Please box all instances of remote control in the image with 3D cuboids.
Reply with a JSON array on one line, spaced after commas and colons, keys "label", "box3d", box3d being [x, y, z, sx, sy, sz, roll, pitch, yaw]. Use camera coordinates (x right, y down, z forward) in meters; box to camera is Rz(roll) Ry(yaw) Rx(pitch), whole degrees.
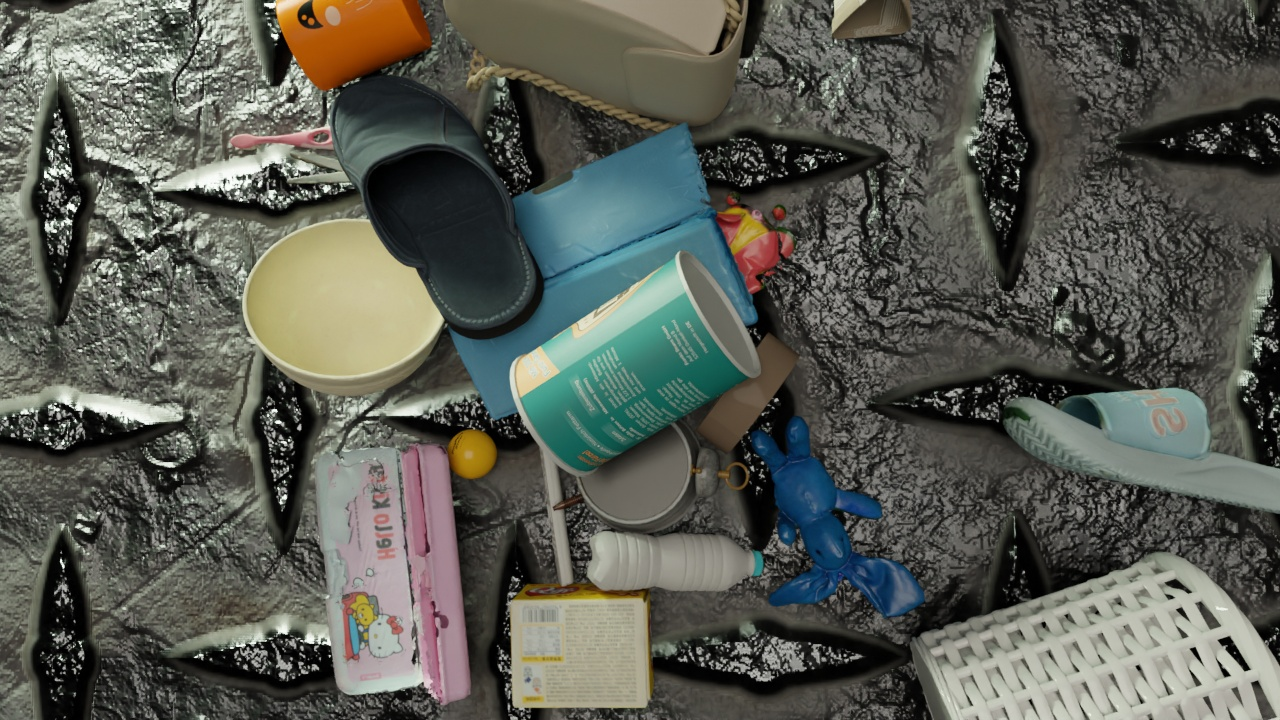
[{"label": "remote control", "box3d": [-0.069, 0.114, 0.739, 0.012, 0.033, 0.131, -8, 88, -11]}]

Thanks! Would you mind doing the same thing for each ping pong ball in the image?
[{"label": "ping pong ball", "box3d": [-0.136, 0.076, 0.742, 0.040, 0.040, 0.040, 0, 88, 5]}]

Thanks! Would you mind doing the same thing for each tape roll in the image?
[{"label": "tape roll", "box3d": [0.081, 0.025, 0.697, 0.030, 0.093, 0.094, 36, 92, 5]}]

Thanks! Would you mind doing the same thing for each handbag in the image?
[{"label": "handbag", "box3d": [-0.032, -0.236, 0.656, 0.208, 0.210, 0.103, 17, 89, 3]}, {"label": "handbag", "box3d": [0.172, -0.352, 0.646, 0.062, 0.198, 0.175, -3, 88, 5]}]

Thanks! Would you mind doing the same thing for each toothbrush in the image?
[{"label": "toothbrush", "box3d": [-0.278, -0.188, 0.776, 0.135, 0.016, 0.021, -3, 88, 2]}]

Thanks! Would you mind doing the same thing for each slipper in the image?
[{"label": "slipper", "box3d": [-0.164, -0.140, 0.698, 0.109, 0.083, 0.265, -30, 67, -7]}, {"label": "slipper", "box3d": [0.384, 0.059, 0.668, 0.245, 0.104, 0.074, 13, 87, -1]}]

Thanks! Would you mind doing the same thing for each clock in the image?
[{"label": "clock", "box3d": [0.011, 0.085, 0.720, 0.148, 0.056, 0.104, 4, 80, 10]}]

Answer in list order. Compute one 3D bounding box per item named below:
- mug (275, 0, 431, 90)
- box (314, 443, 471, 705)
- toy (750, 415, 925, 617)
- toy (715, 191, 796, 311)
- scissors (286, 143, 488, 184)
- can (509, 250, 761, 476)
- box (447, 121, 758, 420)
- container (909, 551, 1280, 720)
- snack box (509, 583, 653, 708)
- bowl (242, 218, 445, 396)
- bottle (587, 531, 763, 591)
[{"label": "mug", "box3d": [-0.234, -0.286, 0.751, 0.096, 0.078, 0.112, -21, 56, 4]}, {"label": "box", "box3d": [-0.201, 0.169, 0.728, 0.101, 0.111, 0.201, -5, 88, -20]}, {"label": "toy", "box3d": [0.130, 0.125, 0.704, 0.113, 0.071, 0.176, -26, 96, 6]}, {"label": "toy", "box3d": [0.074, -0.082, 0.727, 0.084, 0.046, 0.103, 17, 95, -8]}, {"label": "scissors", "box3d": [-0.212, -0.165, 0.769, 0.153, 0.014, 0.131, 36, 92, 2]}, {"label": "can", "box3d": [-0.004, 0.004, 0.642, 0.144, 0.099, 0.099, -32, 86, 18]}, {"label": "box", "box3d": [-0.045, -0.067, 0.711, 0.232, 0.060, 0.175, -21, 86, 17]}, {"label": "container", "box3d": [0.308, 0.250, 0.623, 0.187, 0.189, 0.189, -20, 87, 5]}, {"label": "snack box", "box3d": [-0.044, 0.221, 0.718, 0.106, 0.061, 0.083, -2, 88, 5]}, {"label": "bowl", "box3d": [-0.226, -0.031, 0.724, 0.150, 0.075, 0.150, 4, 58, -7]}, {"label": "bottle", "box3d": [0.029, 0.156, 0.711, 0.136, 0.044, 0.044, 4, 88, -15]}]
